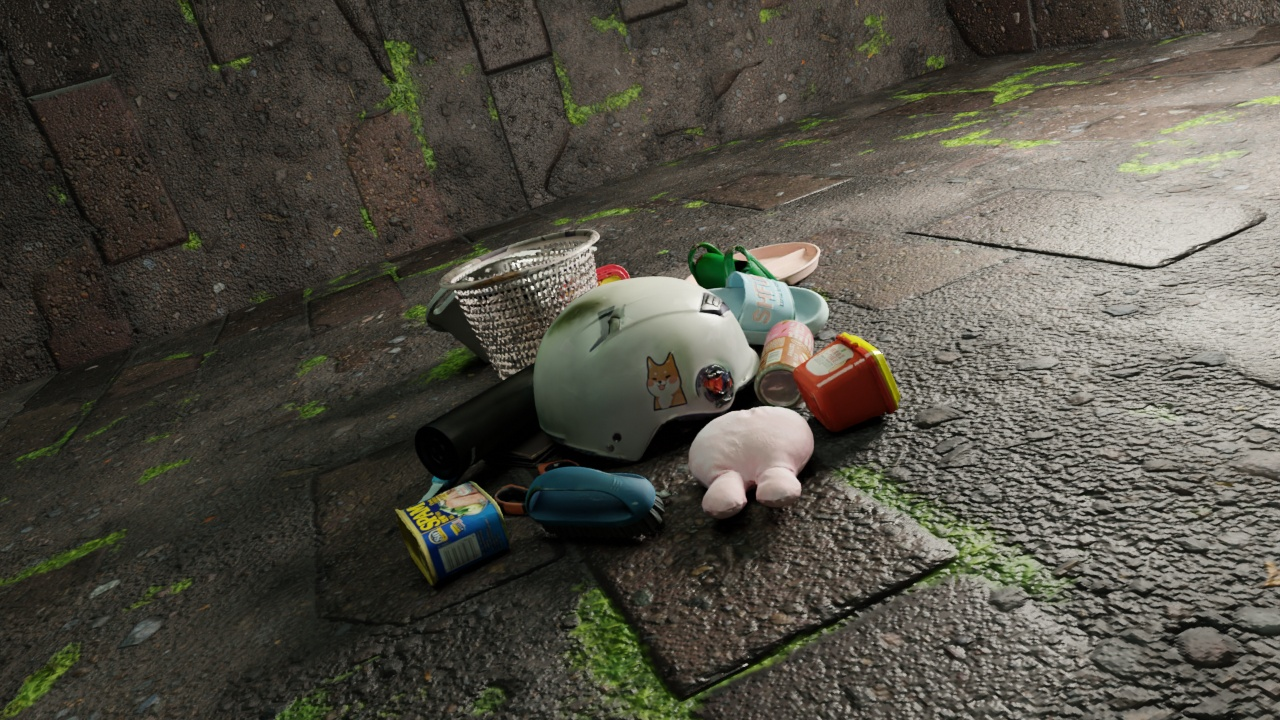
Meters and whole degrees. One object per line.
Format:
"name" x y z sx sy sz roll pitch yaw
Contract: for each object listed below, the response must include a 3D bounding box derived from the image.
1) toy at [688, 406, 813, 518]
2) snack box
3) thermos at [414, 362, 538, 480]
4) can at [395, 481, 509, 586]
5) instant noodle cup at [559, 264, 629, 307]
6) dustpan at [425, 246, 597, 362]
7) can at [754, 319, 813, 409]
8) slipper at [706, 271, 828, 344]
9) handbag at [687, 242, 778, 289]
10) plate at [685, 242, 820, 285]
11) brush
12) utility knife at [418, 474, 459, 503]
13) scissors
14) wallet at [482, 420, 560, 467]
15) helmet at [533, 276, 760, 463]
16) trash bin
"toy" 0.101 0.095 0.852 0.121 0.054 0.159 -13 24 15
"snack box" 0.205 0.023 0.930 0.080 0.082 0.091 -28 18 0
"thermos" -0.159 0.048 1.095 0.068 0.090 0.241 23 35 24
"can" -0.184 0.165 0.897 0.083 0.057 0.102 -23 20 -23
"instant noodle cup" -0.070 -0.081 1.434 0.116 0.116 0.124 -22 7 -13
"dustpan" -0.225 -0.115 1.499 0.223 0.142 0.257 -41 12 33
"can" 0.166 0.003 1.049 0.058 0.058 0.147 -11 19 18
"slipper" 0.121 -0.074 1.202 0.245 0.074 0.103 -2 36 0
"handbag" 0.135 -0.118 1.319 0.068 0.120 0.131 -42 26 -9
"plate" 0.181 -0.141 1.496 0.229 0.028 0.229 -16 19 6
"brush" -0.051 0.127 0.851 0.144 0.073 0.055 -6 48 35
"utility knife" -0.226 0.130 1.096 0.034 0.018 0.215 -10 21 17
"scissors" -0.058 0.132 0.945 0.202 0.015 0.204 -16 18 1
"wallet" -0.124 0.091 1.117 0.096 0.020 0.122 3 26 38
"helmet" -0.005 -0.016 1.054 0.273 0.157 0.230 -28 27 -18
"trash bin" -0.140 -0.058 1.277 0.227 0.192 0.227 -15 18 5
